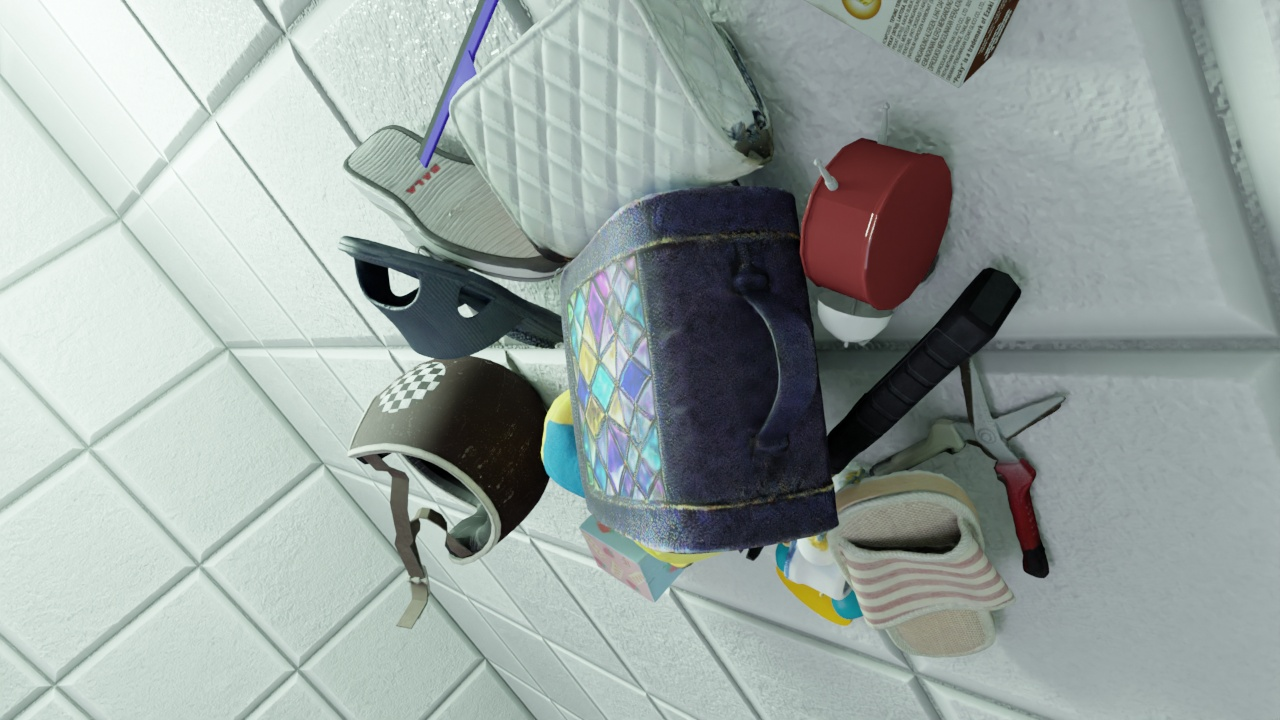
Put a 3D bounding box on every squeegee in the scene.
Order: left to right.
[{"bbox_3d":[-0.078,-0.155,0.700,0.185,0.055,0.250,38,148,-8],"label":"squeegee"}]

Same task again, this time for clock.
[{"bbox_3d":[0.169,0.205,0.854,0.099,0.043,0.130,35,159,22],"label":"clock"},{"bbox_3d":[0.154,0.136,0.726,0.052,0.088,0.125,26,149,26],"label":"clock"},{"bbox_3d":[0.126,-0.064,0.492,0.044,0.087,0.125,27,145,36],"label":"clock"}]

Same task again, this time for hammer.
[{"bbox_3d":[0.142,0.051,0.617,0.025,0.117,0.334,39,148,8],"label":"hammer"}]

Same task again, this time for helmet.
[{"bbox_3d":[-0.218,0.124,1.065,0.234,0.252,0.233,-19,119,35],"label":"helmet"}]

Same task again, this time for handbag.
[{"bbox_3d":[-0.021,-0.148,0.572,0.195,0.072,0.139,-16,112,47],"label":"handbag"},{"bbox_3d":[0.040,0.008,0.586,0.222,0.125,0.205,165,99,-67],"label":"handbag"}]

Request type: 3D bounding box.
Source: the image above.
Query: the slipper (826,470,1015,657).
[{"bbox_3d":[0.207,0.165,0.660,0.115,0.052,0.263,-12,138,21],"label":"slipper"}]

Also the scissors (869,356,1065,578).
[{"bbox_3d":[0.219,0.070,0.621,0.180,0.015,0.199,4,130,54],"label":"scissors"}]

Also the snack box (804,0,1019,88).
[{"bbox_3d":[0.087,-0.213,0.405,0.186,0.031,0.101,38,152,18],"label":"snack box"}]

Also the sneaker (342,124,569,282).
[{"bbox_3d":[-0.157,-0.118,0.842,0.263,0.096,0.129,28,160,30],"label":"sneaker"}]

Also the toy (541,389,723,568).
[{"bbox_3d":[-0.008,0.120,0.870,0.214,0.083,0.149,38,162,12],"label":"toy"}]

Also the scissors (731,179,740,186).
[{"bbox_3d":[0.015,-0.169,0.592,0.142,0.014,0.165,7,132,52],"label":"scissors"}]

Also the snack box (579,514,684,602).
[{"bbox_3d":[0.003,0.197,1.025,0.095,0.092,0.079,23,145,39],"label":"snack box"}]

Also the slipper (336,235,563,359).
[{"bbox_3d":[-0.160,-0.036,0.823,0.101,0.082,0.263,15,174,36],"label":"slipper"}]
